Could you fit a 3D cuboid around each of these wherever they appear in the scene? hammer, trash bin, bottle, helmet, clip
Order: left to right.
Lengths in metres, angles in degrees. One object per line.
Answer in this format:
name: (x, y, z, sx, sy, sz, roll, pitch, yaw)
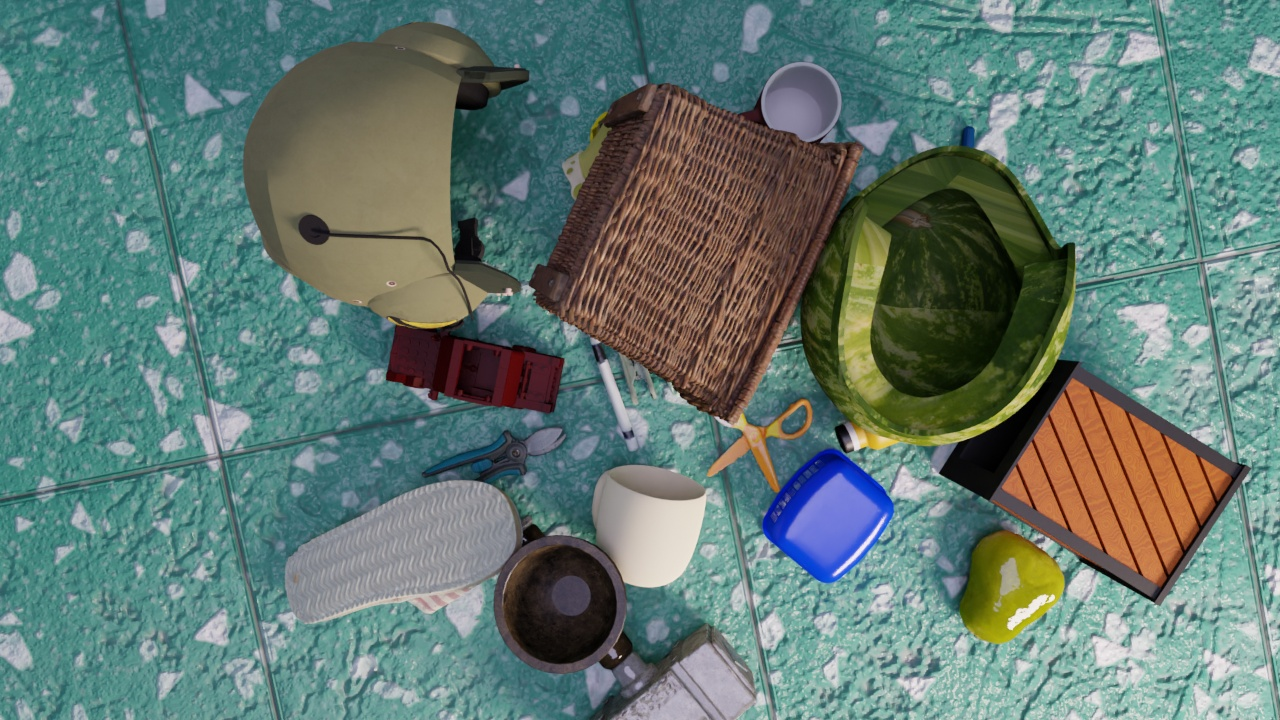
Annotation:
helmet: (-0.212, -0.153, 0.779, 0.233, 0.255, 0.250, 2, 91, -2)
hammer: (-0.049, 0.255, 0.901, 0.177, 0.079, 0.326, -40, 86, 3)
clip: (-0.006, 0.005, 0.910, 0.044, 0.023, 0.076, -18, 90, 4)
bottle: (0.262, 0.053, 0.896, 0.143, 0.043, 0.043, -21, 92, 2)
helmet: (0.249, -0.049, 0.794, 0.213, 0.246, 0.244, 13, 121, 10)
trash bin: (0.407, 0.102, 0.847, 0.172, 0.139, 0.140, 32, 93, -1)

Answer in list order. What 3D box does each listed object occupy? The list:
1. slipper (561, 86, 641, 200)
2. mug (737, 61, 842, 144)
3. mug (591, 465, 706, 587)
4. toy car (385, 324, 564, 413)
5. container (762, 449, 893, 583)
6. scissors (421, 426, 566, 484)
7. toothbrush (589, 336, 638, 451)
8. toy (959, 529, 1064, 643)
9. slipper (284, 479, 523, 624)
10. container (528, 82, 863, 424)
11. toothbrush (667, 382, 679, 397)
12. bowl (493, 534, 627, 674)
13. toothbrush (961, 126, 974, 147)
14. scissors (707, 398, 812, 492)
slipper: (-0.031, -0.171, 0.880, 0.082, 0.091, 0.190, 22, 89, 31)
mug: (0.129, -0.230, 0.865, 0.106, 0.082, 0.073, -13, 92, 2)
mug: (-0.002, 0.160, 0.886, 0.120, 0.096, 0.100, 20, 104, 38)
toy car: (-0.164, 0.009, 0.892, 0.170, 0.062, 0.070, 12, 93, 1)
container: (0.184, 0.154, 0.894, 0.096, 0.058, 0.114, 40, 93, -1)
scissors: (-0.151, 0.098, 0.918, 0.146, 0.019, 0.133, 24, 94, 1)
toothbrush: (-0.039, 0.003, 0.913, 0.012, 0.017, 0.187, -19, 93, 28)
toy: (0.356, 0.225, 0.898, 0.090, 0.051, 0.110, 34, 95, 2)
slipper: (-0.229, 0.193, 0.896, 0.263, 0.052, 0.115, -20, 75, 16)
container: (0.031, -0.101, 0.778, 0.183, 0.162, 0.250, 23, 92, -18)
toothbrush: (0.011, -0.036, 0.911, 0.022, 0.015, 0.155, -19, 93, 32)
bowl: (-0.069, 0.220, 0.845, 0.121, 0.056, 0.121, -1, 84, 8)
toothbrush: (0.315, -0.145, 0.900, 0.014, 0.014, 0.168, 4, 93, 6)
scissors: (0.111, 0.071, 0.916, 0.125, 0.011, 0.131, -40, 90, 1)
